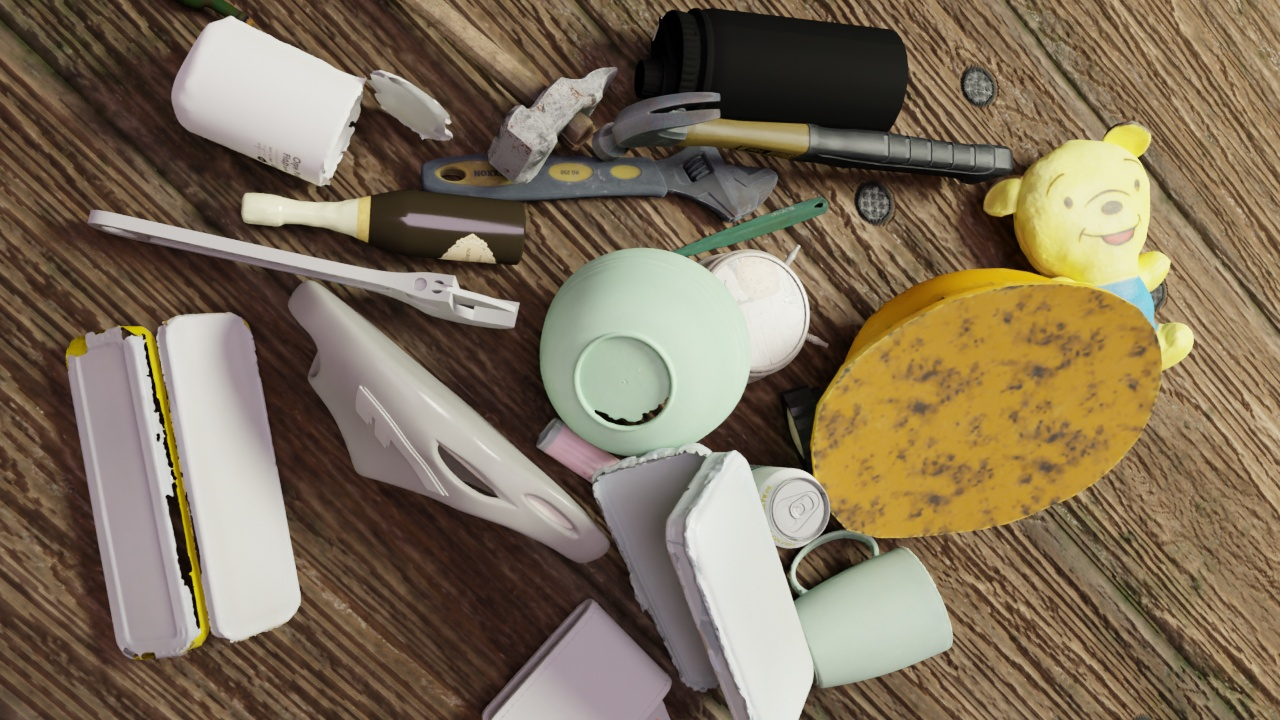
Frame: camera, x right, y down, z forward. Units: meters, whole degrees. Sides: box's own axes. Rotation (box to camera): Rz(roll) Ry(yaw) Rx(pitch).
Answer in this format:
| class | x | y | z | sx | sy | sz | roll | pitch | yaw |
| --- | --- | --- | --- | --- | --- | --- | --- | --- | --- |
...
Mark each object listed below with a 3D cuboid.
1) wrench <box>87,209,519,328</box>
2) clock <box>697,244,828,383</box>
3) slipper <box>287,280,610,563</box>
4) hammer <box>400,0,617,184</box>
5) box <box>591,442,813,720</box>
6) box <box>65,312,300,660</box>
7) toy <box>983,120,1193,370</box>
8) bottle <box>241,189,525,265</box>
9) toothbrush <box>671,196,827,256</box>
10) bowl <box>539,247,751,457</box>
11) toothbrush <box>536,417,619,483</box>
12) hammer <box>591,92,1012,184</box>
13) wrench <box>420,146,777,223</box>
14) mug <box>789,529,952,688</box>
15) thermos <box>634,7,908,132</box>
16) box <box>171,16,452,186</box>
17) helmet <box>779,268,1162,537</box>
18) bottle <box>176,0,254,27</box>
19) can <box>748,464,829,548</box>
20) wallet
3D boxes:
| class | x | y | z | sx | sy | sz | roll | pitch | yaw |
| --- | --- | --- | --- | --- | --- | --- | --- | --- | --- |
| wrench | -0.217 | -0.060 | 0.608 | 0.273 | 0.087 | 0.018 | 12 | 82 | -5 |
| clock | 0.060 | -0.029 | 0.685 | 0.156 | 0.061 | 0.103 | -16 | 90 | -19 |
| slipper | -0.138 | 0.062 | 0.605 | 0.266 | 0.113 | 0.080 | 42 | 87 | -16 |
| hammer | -0.160 | -0.258 | 0.638 | 0.319 | 0.049 | 0.121 | 40 | 54 | -6 |
| box | 0.032 | 0.162 | 0.625 | 0.105 | 0.127 | 0.215 | -44 | 123 | -46 |
| box | -0.288 | 0.077 | 0.580 | 0.117 | 0.057 | 0.210 | -11 | 89 | -19 |
| toy | 0.376 | -0.082 | 0.775 | 0.148 | 0.084 | 0.214 | -13 | 88 | -17 |
| bottle | -0.173 | -0.095 | 0.627 | 0.184 | 0.045 | 0.045 | 3 | 85 | -17 |
| toothbrush | 0.065 | -0.096 | 0.715 | 0.189 | 0.017 | 0.016 | -21 | 91 | -17 |
| bowl | -0.004 | 0.004 | 0.621 | 0.151 | 0.076 | 0.151 | 4 | 108 | 11 |
| toothbrush | 0.021 | 0.113 | 0.681 | 0.222 | 0.027 | 0.026 | 35 | 50 | -11 |
| hammer | 0.139 | -0.160 | 0.682 | 0.332 | 0.118 | 0.025 | 0 | 89 | -23 |
| wrench | -0.025 | -0.136 | 0.687 | 0.273 | 0.022 | 0.073 | -4 | 79 | -17 |
| mug | 0.162 | 0.185 | 0.699 | 0.104 | 0.084 | 0.111 | -20 | 64 | -6 |
| thermos | 0.092 | -0.216 | 0.695 | 0.198 | 0.086 | 0.086 | 0 | 86 | -17 |
| box | -0.209 | -0.162 | 0.604 | 0.166 | 0.084 | 0.092 | 25 | 70 | -16 |
| helmet | 0.236 | 0.015 | 0.697 | 0.255 | 0.131 | 0.205 | -17 | 119 | 2 |
| bottle | -0.307 | -0.252 | 0.608 | 0.106 | 0.025 | 0.025 | 31 | 78 | -13 |
| can | 0.092 | 0.104 | 0.665 | 0.055 | 0.102 | 0.055 | 1 | 86 | -17 |
| wallet | -0.036 | 0.253 | 0.651 | 0.115 | 0.038 | 0.118 | 47 | 72 | -9 |
